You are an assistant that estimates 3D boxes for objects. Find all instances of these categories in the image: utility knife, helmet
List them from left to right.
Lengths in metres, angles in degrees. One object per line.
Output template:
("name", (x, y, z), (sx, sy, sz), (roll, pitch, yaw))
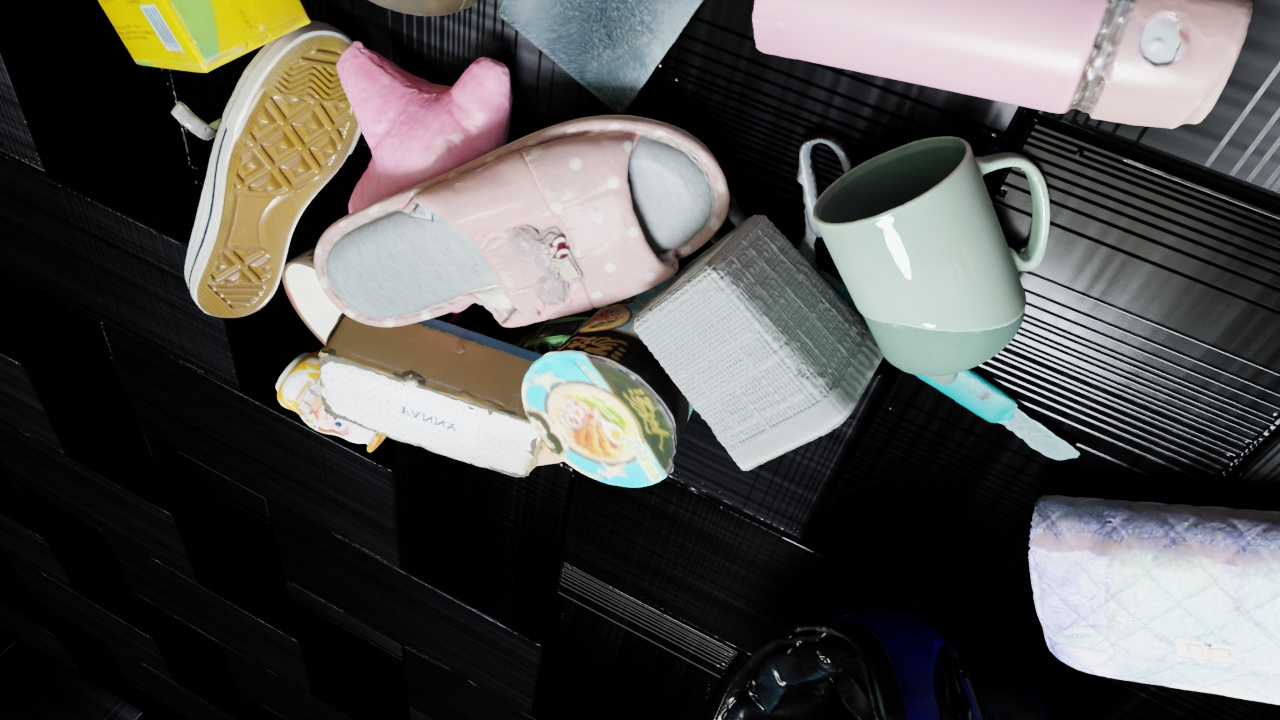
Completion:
("helmet", (0.199, 0.318, 0.685), (0.240, 0.246, 0.316), (10, 139, -16))
("utility knife", (0.188, 0.006, 0.572), (0.196, 0.013, 0.029), (34, 135, 2))

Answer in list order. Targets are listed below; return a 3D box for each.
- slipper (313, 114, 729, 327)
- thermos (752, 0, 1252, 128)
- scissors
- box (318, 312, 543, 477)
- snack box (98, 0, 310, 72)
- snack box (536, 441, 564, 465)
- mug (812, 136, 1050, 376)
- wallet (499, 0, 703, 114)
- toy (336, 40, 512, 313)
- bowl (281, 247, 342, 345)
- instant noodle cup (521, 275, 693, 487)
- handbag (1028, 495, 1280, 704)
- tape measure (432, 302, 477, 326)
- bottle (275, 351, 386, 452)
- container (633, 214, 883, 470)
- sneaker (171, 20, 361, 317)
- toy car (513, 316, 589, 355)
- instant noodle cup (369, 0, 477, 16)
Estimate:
("slipper", (-0.081, -0.073, 0.563), (0.275, 0.054, 0.114), (-12, 125, 15))
("thermos", (0.156, -0.162, 0.408), (0.199, 0.067, 0.087), (17, 106, 19))
("scissors", (0.096, -0.058, 0.563), (0.159, 0.014, 0.181), (21, 131, 20))
("box", (-0.139, 0.023, 0.674), (0.184, 0.063, 0.090), (18, 142, -6))
("snack box", (-0.293, -0.260, 0.540), (0.210, 0.069, 0.158), (24, 144, 49))
("snack box", (-0.055, 0.041, 0.749), (0.158, 0.026, 0.084), (-15, 119, 40))
("mug", (0.164, -0.058, 0.489), (0.112, 0.082, 0.106), (-28, 113, 11))
("wallet", (-0.020, -0.205, 0.510), (0.097, 0.019, 0.121), (39, 139, -6))
("toy", (-0.140, -0.122, 0.619), (0.179, 0.074, 0.195), (-8, 120, 29))
("bowl", (-0.226, -0.051, 0.741), (0.113, 0.062, 0.114), (28, 147, 20))
("instant noodle cup", (-0.004, 0.004, 0.613), (0.111, 0.120, 0.111), (16, 134, 17))
("handbag", (0.345, 0.144, 0.553), (0.194, 0.075, 0.134), (-2, 126, 33))
("tape measure", (-0.155, -0.055, 0.715), (0.057, 0.039, 0.058), (37, 138, -2))
("bottle", (-0.288, 0.041, 0.871), (0.108, 0.063, 0.063), (37, 138, -3))
("container", (0.068, -0.013, 0.547), (0.114, 0.090, 0.090), (49, 135, -7))
("sneaker", (-0.276, -0.144, 0.660), (0.088, 0.118, 0.242), (52, 122, 29))
("toy car", (-0.067, -0.009, 0.699), (0.091, 0.043, 0.036), (-12, 124, 38))
("instant noodle cup", (-0.109, -0.249, 0.460), (0.118, 0.118, 0.115), (36, 146, -1))
